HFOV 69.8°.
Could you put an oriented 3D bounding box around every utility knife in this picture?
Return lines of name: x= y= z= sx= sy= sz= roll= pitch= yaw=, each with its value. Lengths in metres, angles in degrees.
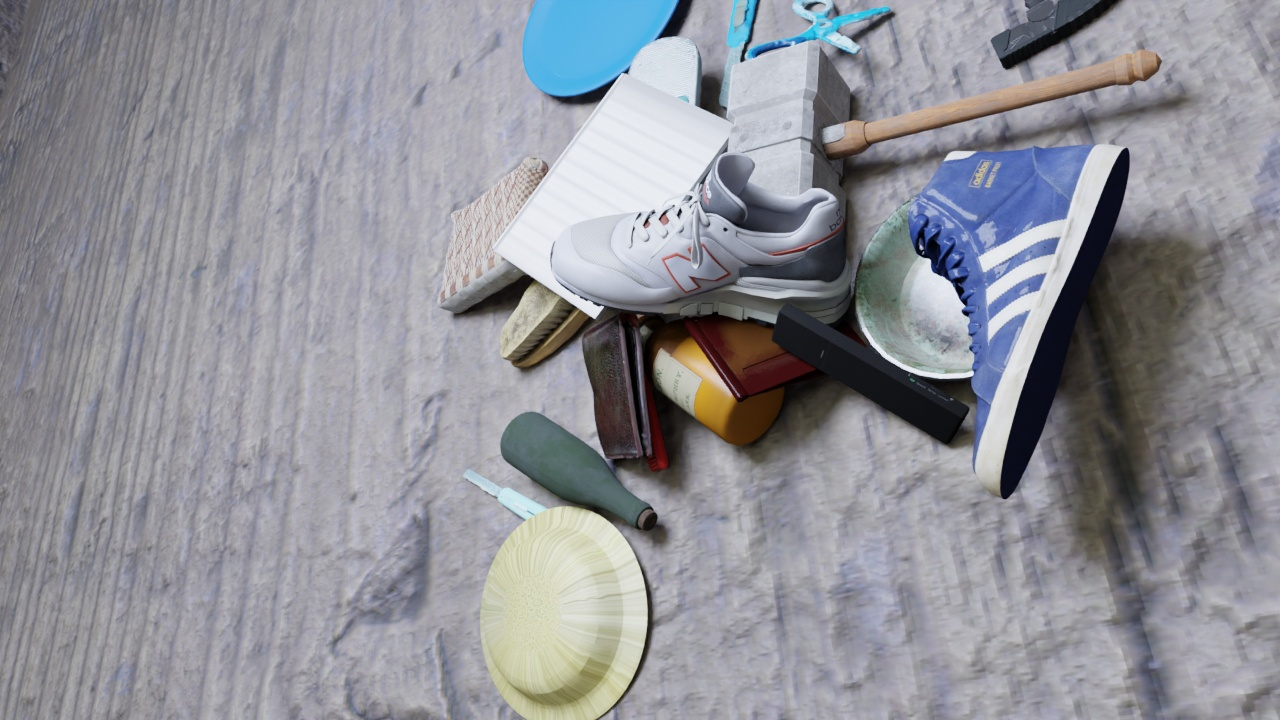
utility knife: x=-0.118 y=0.134 z=0.870 sx=0.166 sy=0.015 sz=0.022 roll=20 pitch=90 yaw=43
utility knife: x=0.103 y=-0.345 z=0.907 sx=0.031 sy=0.015 sz=0.221 roll=-2 pitch=71 yaw=41

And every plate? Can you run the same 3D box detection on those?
plate: x=-0.039 y=-0.389 z=1.023 sx=0.225 sy=0.024 sz=0.224 roll=-15 pitch=63 yaw=31
plate: x=-0.081 y=0.215 z=0.778 sx=0.185 sy=0.036 sz=0.184 roll=-11 pitch=71 yaw=33

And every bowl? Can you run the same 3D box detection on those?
bowl: x=0.237 y=-0.055 z=0.666 sx=0.158 sy=0.038 sz=0.157 roll=-15 pitch=63 yaw=31

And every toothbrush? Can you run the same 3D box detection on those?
toothbrush: x=-0.005 y=0.005 z=0.838 sx=0.018 sy=0.012 sz=0.212 roll=-28 pitch=57 yaw=25

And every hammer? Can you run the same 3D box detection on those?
hammer: x=0.219 y=-0.185 z=0.706 sx=0.318 sy=0.083 sz=0.162 roll=-7 pitch=67 yaw=35
hammer: x=0.299 y=-0.389 z=0.779 sx=0.095 sy=0.015 sz=0.324 roll=-26 pitch=57 yaw=26

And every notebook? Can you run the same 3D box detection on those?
notebook: x=-0.027 y=-0.154 z=0.834 sx=0.143 sy=0.009 sz=0.209 roll=34 pitch=87 yaw=31

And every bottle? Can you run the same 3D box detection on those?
bottle: x=-0.051 y=0.102 z=0.805 sx=0.174 sy=0.055 sz=0.055 roll=27 pitch=88 yaw=39
bottle: x=0.043 y=0.004 z=0.767 sx=0.157 sy=0.067 sz=0.068 roll=36 pitch=94 yaw=40

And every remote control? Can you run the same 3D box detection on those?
remote control: x=0.163 y=0.008 z=0.664 sx=0.150 sy=0.034 sz=0.013 roll=33 pitch=57 yaw=20

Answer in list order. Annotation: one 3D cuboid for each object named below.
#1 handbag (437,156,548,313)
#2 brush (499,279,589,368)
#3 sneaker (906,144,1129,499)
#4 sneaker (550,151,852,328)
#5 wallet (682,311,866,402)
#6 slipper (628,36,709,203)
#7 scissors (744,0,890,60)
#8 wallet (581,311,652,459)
handbag: x=-0.152 y=-0.127 z=0.959 sx=0.186 sy=0.047 sz=0.124 roll=-18 pitch=58 yaw=53
brush: x=-0.072 y=-0.068 z=0.891 sx=0.196 sy=0.043 sz=0.059 roll=-47 pitch=47 yaw=20
sneaker: x=0.212 y=-0.040 z=0.590 sx=0.118 sy=0.091 sz=0.233 roll=18 pitch=82 yaw=35
sneaker: x=0.048 y=-0.099 z=0.692 sx=0.240 sy=0.124 sz=0.088 roll=9 pitch=51 yaw=5
wallet: x=0.104 y=-0.018 z=0.716 sx=0.115 sy=0.018 sz=0.091 roll=-17 pitch=51 yaw=-19
slipper: x=0.025 y=-0.179 z=0.856 sx=0.098 sy=0.055 sz=0.268 roll=-10 pitch=67 yaw=16
scissors: x=0.152 y=-0.293 z=0.815 sx=0.139 sy=0.011 sz=0.134 roll=-23 pitch=43 yaw=-5
wallet: x=-0.018 y=0.024 z=0.781 sx=0.099 sy=0.031 sz=0.120 roll=160 pitch=103 yaw=-70
